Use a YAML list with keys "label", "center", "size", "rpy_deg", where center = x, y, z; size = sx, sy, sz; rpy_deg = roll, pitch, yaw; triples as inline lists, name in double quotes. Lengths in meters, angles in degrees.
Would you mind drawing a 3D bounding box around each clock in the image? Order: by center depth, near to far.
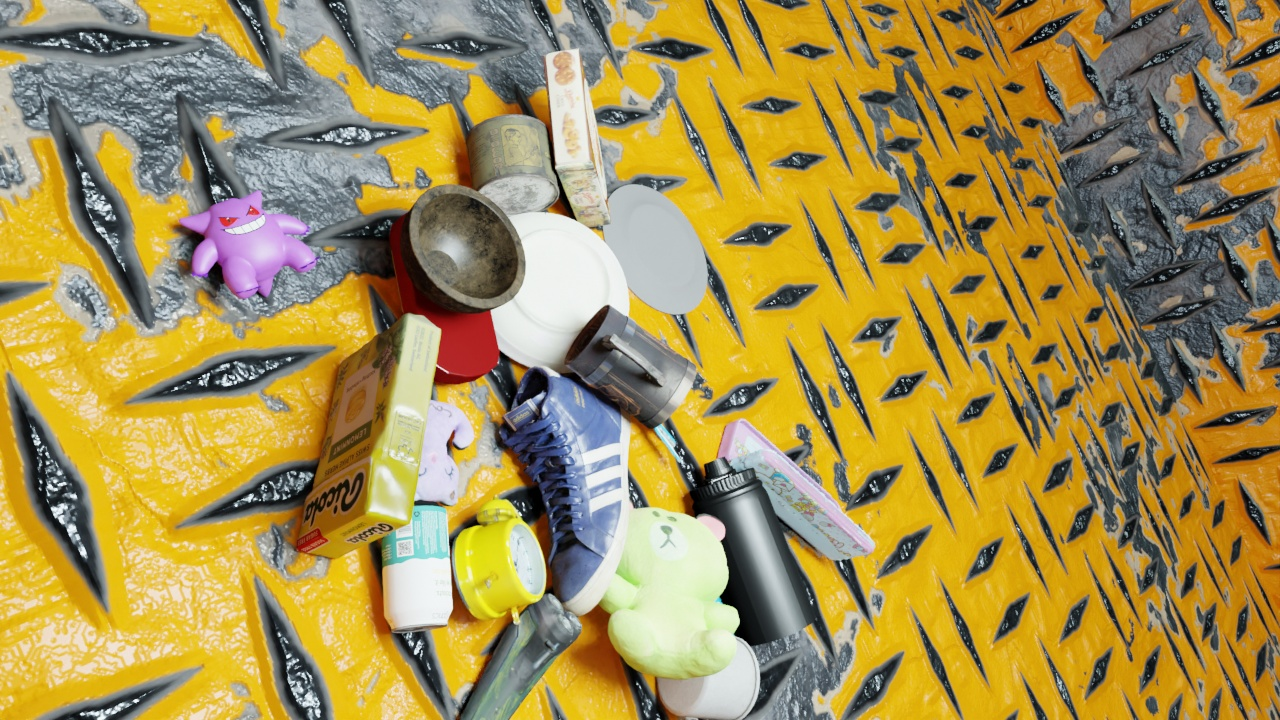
- label: "clock"
  center: [-0.123, 0.173, 0.810]
  size: [0.118, 0.057, 0.083]
  rpy_deg: [-90, 156, -57]

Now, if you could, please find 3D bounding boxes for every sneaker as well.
- label: "sneaker"
  center: [-0.080, 0.109, 0.868]
  size: [0.118, 0.092, 0.232]
  rpy_deg: [35, 48, -33]

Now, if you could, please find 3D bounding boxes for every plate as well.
- label: "plate"
  center: [-0.089, -0.078, 0.958]
  size: [0.182, 0.034, 0.182]
  rpy_deg: [9, 68, -24]
- label: "plate"
  center: [0.025, -0.143, 1.155]
  size: [0.178, 0.012, 0.178]
  rpy_deg: [21, 57, -36]

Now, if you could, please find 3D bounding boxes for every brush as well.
- label: "brush"
  center: [-0.192, -0.060, 0.878]
  size: [0.082, 0.042, 0.173]
  rpy_deg: [0, 71, -45]

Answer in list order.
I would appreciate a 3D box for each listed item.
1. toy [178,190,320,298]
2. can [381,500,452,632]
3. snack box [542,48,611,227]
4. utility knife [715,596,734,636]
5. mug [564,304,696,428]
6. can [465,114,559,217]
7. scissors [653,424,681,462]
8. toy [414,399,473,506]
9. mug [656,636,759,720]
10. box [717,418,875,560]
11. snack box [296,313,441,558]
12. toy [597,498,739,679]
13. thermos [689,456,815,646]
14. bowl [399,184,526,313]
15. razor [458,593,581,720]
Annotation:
- label: "toy"
  center: [-0.325, -0.096, 0.757]
  size: [0.105, 0.056, 0.088]
  rpy_deg: [-34, 92, -37]
- label: "can"
  center: [-0.186, 0.170, 0.761]
  size: [0.054, 0.055, 0.101]
  rpy_deg: [10, 64, -41]
- label: "snack box"
  center: [-0.070, -0.244, 1.030]
  size: [0.147, 0.041, 0.143]
  rpy_deg: [71, 10, -71]
- label: "utility knife"
  center: [0.084, 0.279, 1.005]
  size: [0.022, 0.015, 0.167]
  rpy_deg: [-9, 74, -46]
- label: "mug"
  center: [-0.005, 0.005, 0.893]
  size: [0.107, 0.116, 0.080]
  rpy_deg: [36, 80, -14]
- label: "can"
  center: [-0.136, -0.205, 0.970]
  size: [0.089, 0.090, 0.074]
  rpy_deg: [7, 66, -43]
- label: "scissors"
  center: [0.005, 0.054, 1.021]
  size: [0.140, 0.013, 0.118]
  rpy_deg: [48, 8, -44]
- label: "toy"
  center: [-0.184, 0.081, 0.821]
  size: [0.080, 0.037, 0.099]
  rpy_deg: [11, 62, -40]
- label: "mug"
  center: [0.066, 0.329, 0.911]
  size: [0.070, 0.085, 0.113]
  rpy_deg: [20, 63, -34]
- label: "box"
  center: [0.197, 0.152, 1.120]
  size: [0.214, 0.091, 0.089]
  rpy_deg: [41, 47, -23]
- label: "snack box"
  center: [-0.218, 0.057, 0.737]
  size: [0.045, 0.122, 0.180]
  rpy_deg: [25, 53, -35]
- label: "toy"
  center: [0.021, 0.222, 0.891]
  size: [0.150, 0.107, 0.196]
  rpy_deg: [12, 25, -4]
- label: "thermos"
  center: [0.117, 0.204, 1.019]
  size: [0.086, 0.086, 0.198]
  rpy_deg: [-14, 80, -47]
- label: "bowl"
  center: [-0.171, -0.094, 0.840]
  size: [0.121, 0.056, 0.121]
  rpy_deg: [21, 57, -36]
- label: "razor"
  center: [-0.106, 0.270, 0.784]
  size: [0.054, 0.067, 0.151]
  rpy_deg: [46, 53, -12]
